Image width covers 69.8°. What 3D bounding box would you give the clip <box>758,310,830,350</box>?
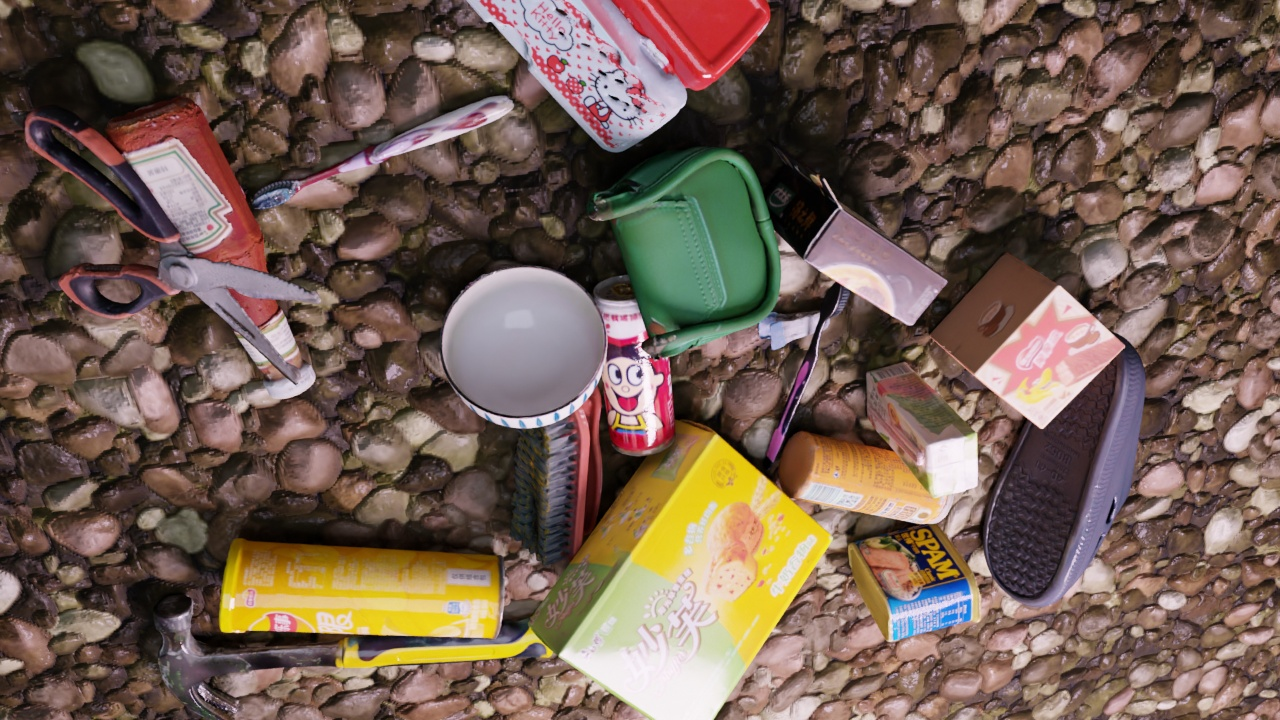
[{"bbox_3d":[0.125,-0.027,0.736,0.058,0.043,0.027,-11,115,-15],"label":"clip"}]

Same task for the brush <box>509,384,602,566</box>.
[{"bbox_3d":[-0.062,0.087,0.733,0.069,0.063,0.146,-16,122,-39],"label":"brush"}]

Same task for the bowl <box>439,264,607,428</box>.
[{"bbox_3d":[-0.082,-0.003,0.663,0.116,0.116,0.066,-12,159,-7],"label":"bowl"}]

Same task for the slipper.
[{"bbox_3d":[0.391,0.102,0.811,0.083,0.110,0.268,3,112,-17],"label":"slipper"}]

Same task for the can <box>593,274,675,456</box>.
[{"bbox_3d":[-0.004,0.004,0.703,0.053,0.053,0.133,-10,118,-7],"label":"can"}]

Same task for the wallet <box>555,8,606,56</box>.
[{"bbox_3d":[-0.027,-0.266,0.583,0.101,0.020,0.115,-42,114,11],"label":"wallet"}]

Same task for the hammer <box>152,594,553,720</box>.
[{"bbox_3d":[-0.237,0.251,0.790,0.323,0.032,0.126,0,116,-13],"label":"hammer"}]

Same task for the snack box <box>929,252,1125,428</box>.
[{"bbox_3d":[0.313,-0.016,0.749,0.094,0.077,0.093,34,105,-24],"label":"snack box"}]

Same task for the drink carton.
[{"bbox_3d":[0.222,0.053,0.739,0.045,0.122,0.053,-13,119,-4],"label":"drink carton"}]

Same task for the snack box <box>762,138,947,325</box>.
[{"bbox_3d":[0.140,-0.092,0.653,0.125,0.113,0.053,27,107,-22],"label":"snack box"}]

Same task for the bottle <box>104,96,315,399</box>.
[{"bbox_3d":[-0.273,-0.067,0.606,0.060,0.059,0.206,-19,119,-3],"label":"bottle"}]

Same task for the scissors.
[{"bbox_3d":[-0.297,-0.066,0.566,0.226,0.015,0.189,2,124,21],"label":"scissors"}]

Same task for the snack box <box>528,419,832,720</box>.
[{"bbox_3d":[0.036,0.177,0.741,0.157,0.070,0.209,42,78,-24],"label":"snack box"}]

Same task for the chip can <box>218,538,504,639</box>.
[{"bbox_3d":[-0.219,0.184,0.738,0.213,0.072,0.072,6,115,-16],"label":"chip can"}]

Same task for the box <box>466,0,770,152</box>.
[{"bbox_3d":[-0.031,-0.236,0.553,0.155,0.074,0.201,-39,111,15],"label":"box"}]

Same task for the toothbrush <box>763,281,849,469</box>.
[{"bbox_3d":[0.134,0.016,0.753,0.017,0.014,0.190,-11,130,-36],"label":"toothbrush"}]

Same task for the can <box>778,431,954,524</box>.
[{"bbox_3d":[0.195,0.103,0.794,0.146,0.058,0.058,14,112,-18],"label":"can"}]

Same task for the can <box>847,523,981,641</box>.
[{"bbox_3d":[0.244,0.198,0.829,0.083,0.102,0.057,-14,119,-4],"label":"can"}]

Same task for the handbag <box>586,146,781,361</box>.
[{"bbox_3d":[0.031,-0.075,0.631,0.120,0.068,0.131,-34,113,-34],"label":"handbag"}]

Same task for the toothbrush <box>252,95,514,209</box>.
[{"bbox_3d":[-0.173,-0.139,0.615,0.187,0.017,0.016,-21,119,0],"label":"toothbrush"}]
